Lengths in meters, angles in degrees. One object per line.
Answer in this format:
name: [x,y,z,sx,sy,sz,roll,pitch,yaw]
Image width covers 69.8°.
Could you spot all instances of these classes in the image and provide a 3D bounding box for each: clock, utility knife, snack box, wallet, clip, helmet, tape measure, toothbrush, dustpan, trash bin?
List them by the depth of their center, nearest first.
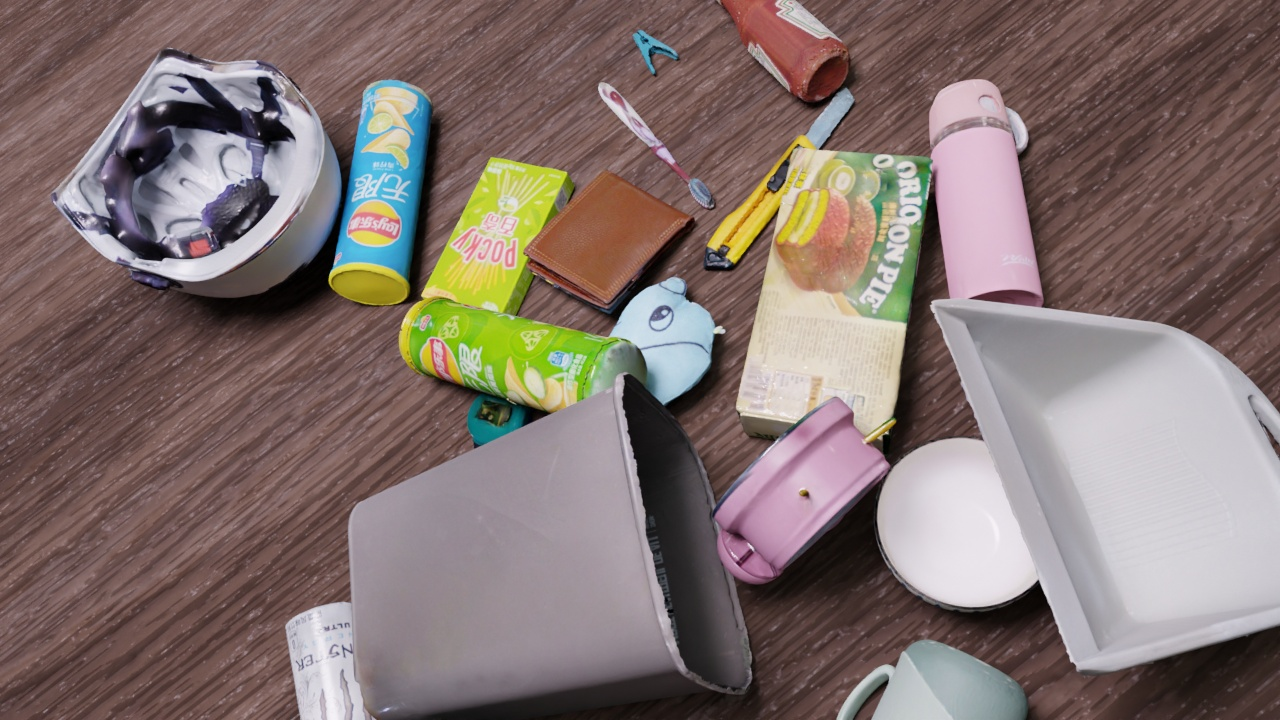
dustpan: [0.323,0.061,0.562,0.143,0.257,0.222,-28,60,28]
clock: [0.105,0.095,0.622,0.117,0.159,0.060,-34,71,-29]
trash bin: [-0.062,0.150,0.632,0.220,0.198,0.198,-20,62,14]
snack box: [0.156,-0.050,0.723,0.114,0.063,0.239,8,69,17]
tape measure: [-0.119,0.050,0.773,0.054,0.025,0.058,7,68,16]
wallet: [-0.027,-0.105,0.806,0.101,0.032,0.124,32,67,24]
utility knife: [0.124,-0.163,0.807,0.033,0.015,0.218,33,78,22]
snack box: [-0.129,-0.110,0.845,0.086,0.026,0.156,16,73,21]
toothbrush: [0.012,-0.204,0.853,0.016,0.017,0.187,-36,64,-3]
helmet: [-0.386,-0.153,0.864,0.259,0.146,0.228,19,75,16]
clip: [0.011,-0.305,0.899,0.034,0.013,0.055,-38,63,-5]

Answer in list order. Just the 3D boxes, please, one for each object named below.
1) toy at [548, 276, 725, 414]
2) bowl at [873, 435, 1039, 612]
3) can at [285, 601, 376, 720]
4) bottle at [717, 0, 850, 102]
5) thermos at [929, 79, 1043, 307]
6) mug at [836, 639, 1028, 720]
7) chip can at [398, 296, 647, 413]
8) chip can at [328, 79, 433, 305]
toy: [-0.004,0.004,0.749,0.156,0.050,0.161,-5,63,21]
bowl: [0.220,0.117,0.632,0.116,0.066,0.116,-5,67,13]
can: [-0.226,0.261,0.691,0.058,0.058,0.146,-24,63,4]
bottle: [0.113,-0.320,0.855,0.060,0.060,0.206,-35,61,-2]
thermos: [0.278,-0.127,0.729,0.087,0.067,0.198,9,64,-16]
mug: [0.180,0.238,0.589,0.112,0.082,0.106,10,67,52]
chip can: [-0.096,0.000,0.733,0.222,0.072,0.072,14,70,35]
chip can: [-0.242,-0.161,0.871,0.071,0.071,0.210,-4,66,13]
